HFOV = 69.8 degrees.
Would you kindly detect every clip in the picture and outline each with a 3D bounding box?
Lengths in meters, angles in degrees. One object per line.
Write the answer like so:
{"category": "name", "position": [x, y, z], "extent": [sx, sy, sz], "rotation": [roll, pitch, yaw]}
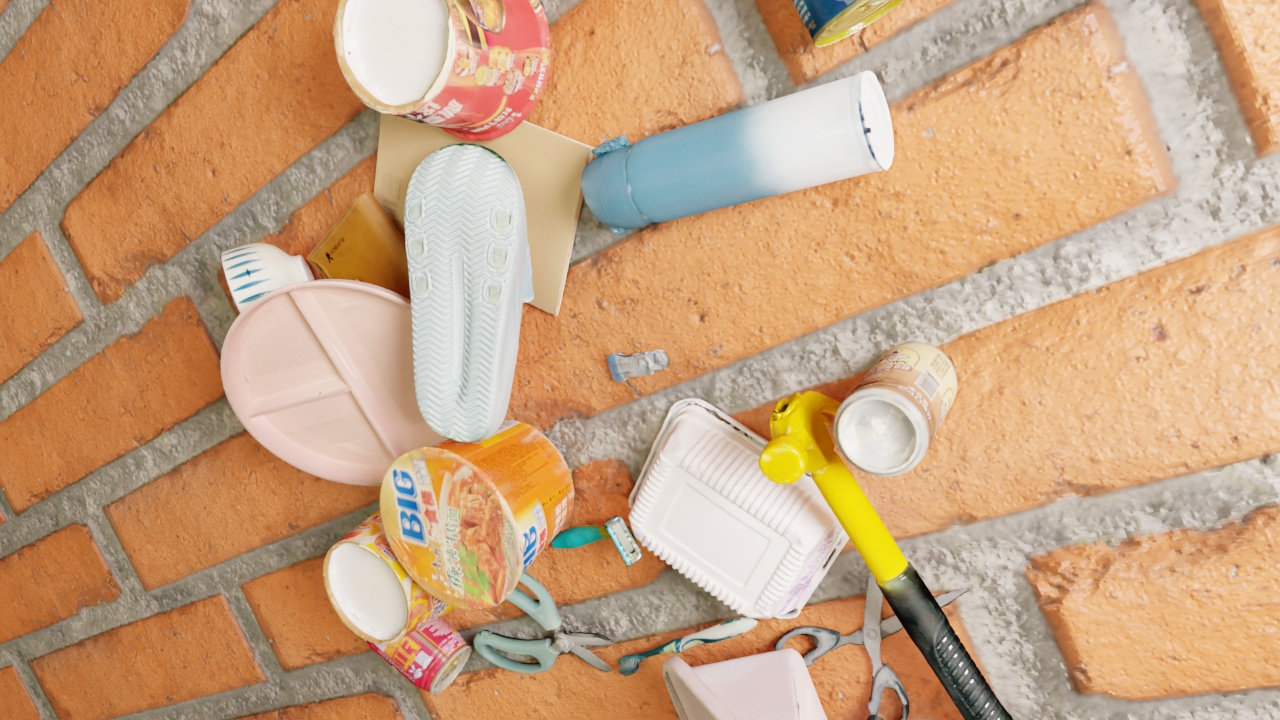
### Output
{"category": "clip", "position": [-0.005, 0.005, 0.753], "extent": [0.056, 0.027, 0.024], "rotation": [-7, 102, 41]}

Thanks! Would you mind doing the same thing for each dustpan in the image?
{"category": "dustpan", "position": [0.089, 0.349, 0.705], "extent": [0.139, 0.273, 0.222], "rotation": [-18, 105, 11]}

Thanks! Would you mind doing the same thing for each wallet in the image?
{"category": "wallet", "position": [-0.245, -0.070, 0.852], "extent": [0.119, 0.035, 0.130], "rotation": [-36, 90, 31]}

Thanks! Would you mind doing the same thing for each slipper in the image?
{"category": "slipper", "position": [-0.135, -0.055, 0.760], "extent": [0.104, 0.074, 0.245], "rotation": [4, 95, 21]}

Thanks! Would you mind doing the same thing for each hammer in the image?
{"category": "hammer", "position": [0.180, 0.150, 0.652], "extent": [0.033, 0.128, 0.301], "rotation": [-28, 101, 29]}

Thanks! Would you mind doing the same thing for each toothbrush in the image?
{"category": "toothbrush", "position": [0.036, 0.250, 0.797], "extent": [0.016, 0.018, 0.192], "rotation": [34, 138, -20]}

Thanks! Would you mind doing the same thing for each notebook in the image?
{"category": "notebook", "position": [-0.145, -0.144, 0.784], "extent": [0.211, 0.012, 0.150], "rotation": [25, 119, 20]}

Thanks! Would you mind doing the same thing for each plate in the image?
{"category": "plate", "position": [-0.264, 0.022, 0.842], "extent": [0.229, 0.028, 0.230], "rotation": [1, 124, 1]}

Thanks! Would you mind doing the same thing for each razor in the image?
{"category": "razor", "position": [-0.043, 0.157, 0.809], "extent": [0.133, 0.028, 0.043], "rotation": [-20, 103, 56]}

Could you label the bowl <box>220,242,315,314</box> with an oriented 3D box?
{"category": "bowl", "position": [-0.345, -0.062, 0.882], "extent": [0.066, 0.116, 0.116], "rotation": [-23, 97, -11]}

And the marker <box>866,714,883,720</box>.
{"category": "marker", "position": [0.201, 0.339, 0.747], "extent": [0.018, 0.015, 0.124], "rotation": [-5, 111, 28]}

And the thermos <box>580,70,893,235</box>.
{"category": "thermos", "position": [0.059, -0.140, 0.638], "extent": [0.221, 0.070, 0.070], "rotation": [-8, 103, 31]}

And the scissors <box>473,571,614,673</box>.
{"category": "scissors", "position": [-0.112, 0.266, 0.895], "extent": [0.170, 0.019, 0.181], "rotation": [37, 129, -2]}

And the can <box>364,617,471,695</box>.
{"category": "can", "position": [-0.230, 0.294, 0.953], "extent": [0.094, 0.066, 0.067], "rotation": [33, 120, 16]}

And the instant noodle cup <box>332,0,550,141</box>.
{"category": "instant noodle cup", "position": [-0.153, -0.235, 0.689], "extent": [0.138, 0.108, 0.138], "rotation": [6, 103, 25]}

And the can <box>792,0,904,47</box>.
{"category": "can", "position": [0.114, -0.261, 0.558], "extent": [0.075, 0.075, 0.111], "rotation": [-27, 92, 34]}

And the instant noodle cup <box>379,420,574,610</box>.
{"category": "instant noodle cup", "position": [-0.137, 0.127, 0.814], "extent": [0.151, 0.111, 0.151], "rotation": [10, 112, 26]}

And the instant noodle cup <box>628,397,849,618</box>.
{"category": "instant noodle cup", "position": [0.069, 0.127, 0.731], "extent": [0.173, 0.060, 0.138], "rotation": [32, 120, 15]}

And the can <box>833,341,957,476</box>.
{"category": "can", "position": [0.170, 0.029, 0.604], "extent": [0.059, 0.116, 0.058], "rotation": [10, 111, 26]}

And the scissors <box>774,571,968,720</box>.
{"category": "scissors", "position": [0.185, 0.222, 0.725], "extent": [0.181, 0.014, 0.159], "rotation": [-28, 92, 33]}

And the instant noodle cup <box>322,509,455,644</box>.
{"category": "instant noodle cup", "position": [-0.232, 0.201, 0.896], "extent": [0.138, 0.109, 0.138], "rotation": [9, 110, 27]}
